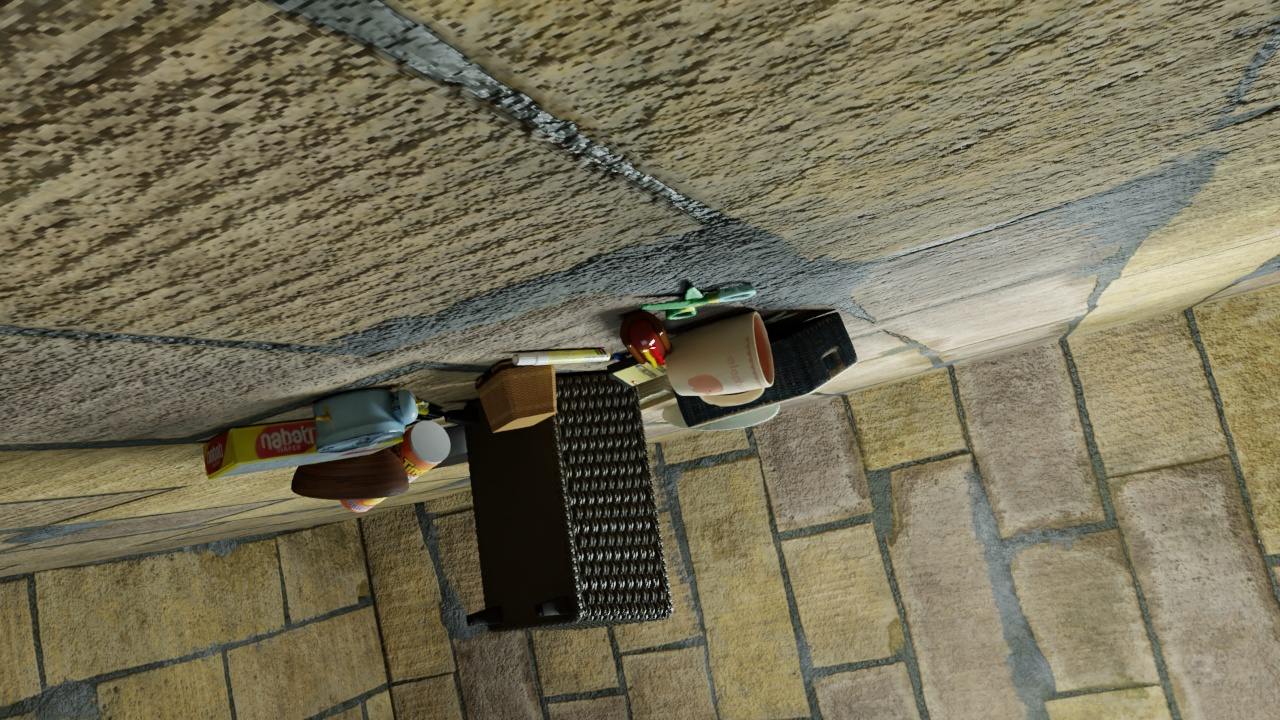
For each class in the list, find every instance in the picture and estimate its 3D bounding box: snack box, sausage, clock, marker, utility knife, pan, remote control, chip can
[{"bbox_3d":[-0.387,0.096,1.061,0.200,0.042,0.092,-6,169,-44],"label":"snack box"},{"bbox_3d":[0.008,-0.018,0.912,0.040,0.040,0.155,-14,172,4],"label":"sausage"},{"bbox_3d":[-0.281,0.060,0.953,0.124,0.051,0.089,-9,170,-32],"label":"clock"},{"bbox_3d":[-0.081,-0.004,0.959,0.014,0.014,0.132,-20,169,39],"label":"marker"},{"bbox_3d":[-0.265,0.062,1.108,0.029,0.020,0.171,-11,173,1],"label":"utility knife"},{"bbox_3d":[-0.362,0.150,1.455,0.355,0.043,0.249,-5,169,-43],"label":"pan"},{"bbox_3d":[0.031,0.000,1.080,0.134,0.013,0.058,-21,153,23],"label":"remote control"},{"bbox_3d":[-0.355,0.154,1.309,0.211,0.062,0.062,-32,162,37],"label":"chip can"}]

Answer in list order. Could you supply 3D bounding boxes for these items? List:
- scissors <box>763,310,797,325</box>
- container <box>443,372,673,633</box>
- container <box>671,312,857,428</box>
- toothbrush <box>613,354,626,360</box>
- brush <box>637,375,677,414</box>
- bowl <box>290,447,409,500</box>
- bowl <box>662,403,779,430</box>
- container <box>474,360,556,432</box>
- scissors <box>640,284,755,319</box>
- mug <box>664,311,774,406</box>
[{"bbox_3d":[0.120,-0.034,1.069,0.086,0.015,0.135,-4,166,-42],"label":"scissors"},{"bbox_3d":[-0.112,0.180,1.149,0.177,0.320,0.204,-19,164,37],"label":"container"},{"bbox_3d":[0.150,0.010,1.126,0.188,0.071,0.145,-20,-177,40],"label":"container"},{"bbox_3d":[-0.007,0.007,1.153,0.016,0.011,0.186,-15,172,12],"label":"toothbrush"},{"bbox_3d":[0.023,0.041,1.317,0.039,0.049,0.117,19,157,-30],"label":"brush"},{"bbox_3d":[-0.376,0.133,1.194,0.147,0.069,0.147,3,-177,0],"label":"bowl"},{"bbox_3d":[0.117,0.049,1.370,0.177,0.058,0.176,-5,-165,1],"label":"bowl"},{"bbox_3d":[-0.132,0.038,0.993,0.063,0.061,0.114,-9,171,-26],"label":"container"},{"bbox_3d":[0.057,-0.056,0.829,0.119,0.012,0.128,-15,173,3],"label":"scissors"},{"bbox_3d":[0.089,0.008,1.004,0.104,0.085,0.111,-11,133,18],"label":"mug"}]
